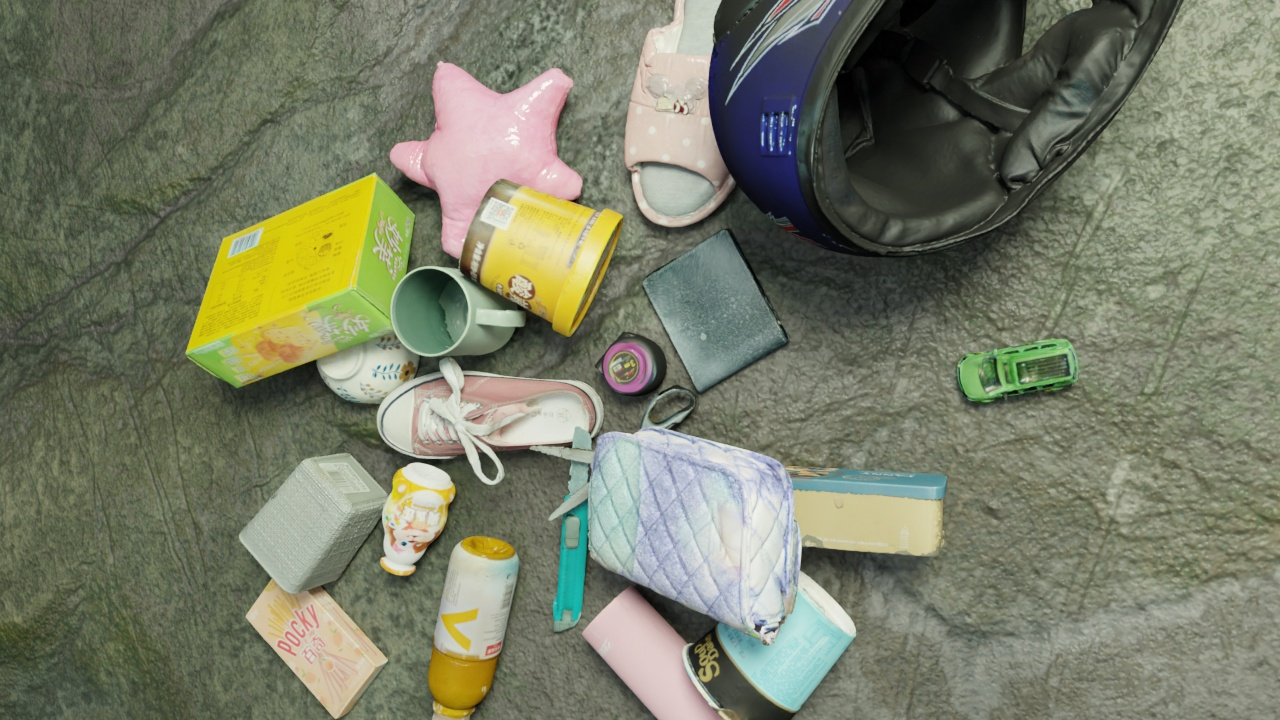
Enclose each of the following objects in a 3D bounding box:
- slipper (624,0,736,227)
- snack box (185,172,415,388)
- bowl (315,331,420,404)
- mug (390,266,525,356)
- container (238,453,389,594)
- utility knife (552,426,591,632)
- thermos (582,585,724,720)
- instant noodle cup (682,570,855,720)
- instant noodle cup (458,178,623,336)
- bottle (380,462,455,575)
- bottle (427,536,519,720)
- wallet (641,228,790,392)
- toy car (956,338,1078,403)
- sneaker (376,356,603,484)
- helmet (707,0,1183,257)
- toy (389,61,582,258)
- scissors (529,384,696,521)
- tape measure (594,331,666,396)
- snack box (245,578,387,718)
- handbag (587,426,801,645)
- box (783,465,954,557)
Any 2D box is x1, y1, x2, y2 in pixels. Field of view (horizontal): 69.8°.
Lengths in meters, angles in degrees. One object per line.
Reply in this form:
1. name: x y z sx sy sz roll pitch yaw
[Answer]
1. slipper: 0.053 -0.253 0.806 0.114 0.054 0.274 17 97 19
2. snack box: -0.333 -0.077 0.910 0.210 0.070 0.157 -17 51 20
3. bowl: -0.289 -0.009 0.940 0.114 0.062 0.113 1 93 19
4. mug: -0.158 -0.044 0.864 0.112 0.106 0.082 6 93 20
5. container: -0.331 0.163 0.949 0.090 0.090 0.114 43 102 13
6. utility knife: -0.064 0.164 0.866 0.029 0.013 0.217 5 106 -1
7. thermos: 0.033 0.303 0.834 0.198 0.067 0.087 45 137 12
8. instant noodle cup: 0.116 0.245 0.780 0.111 0.111 0.120 44 98 14
9. instant noodle cup: -0.090 -0.097 0.816 0.114 0.118 0.118 24 100 -1
10. bottle: -0.229 0.160 0.922 0.063 0.063 0.108 23 100 18
11. bottle: -0.168 0.270 0.901 0.068 0.068 0.189 15 97 19
12. wallet: 0.066 -0.046 0.829 0.097 0.019 0.121 -30 80 20
13. toy car: 0.301 0.008 0.735 0.091 0.036 0.043 -13 89 24
14. sneaker: -0.158 0.054 0.878 0.241 0.087 0.118 -2 92 19
15. helmet: 0.191 -0.232 0.655 0.247 0.240 0.316 30 113 -29
16. toy: -0.143 -0.210 0.869 0.195 0.074 0.178 -27 91 16
17. scissors: -0.009 0.095 0.836 0.159 0.014 0.181 41 94 -2
18. tape measure: -0.005 0.005 0.846 0.058 0.039 0.057 44 106 19
19. snack box: -0.351 0.300 0.992 0.157 0.026 0.084 41 105 14
20. handbag: 0.040 0.131 0.739 0.194 0.075 0.134 13 103 50
21. box: 0.171 0.122 0.759 0.184 0.089 0.060 -1 90 18
